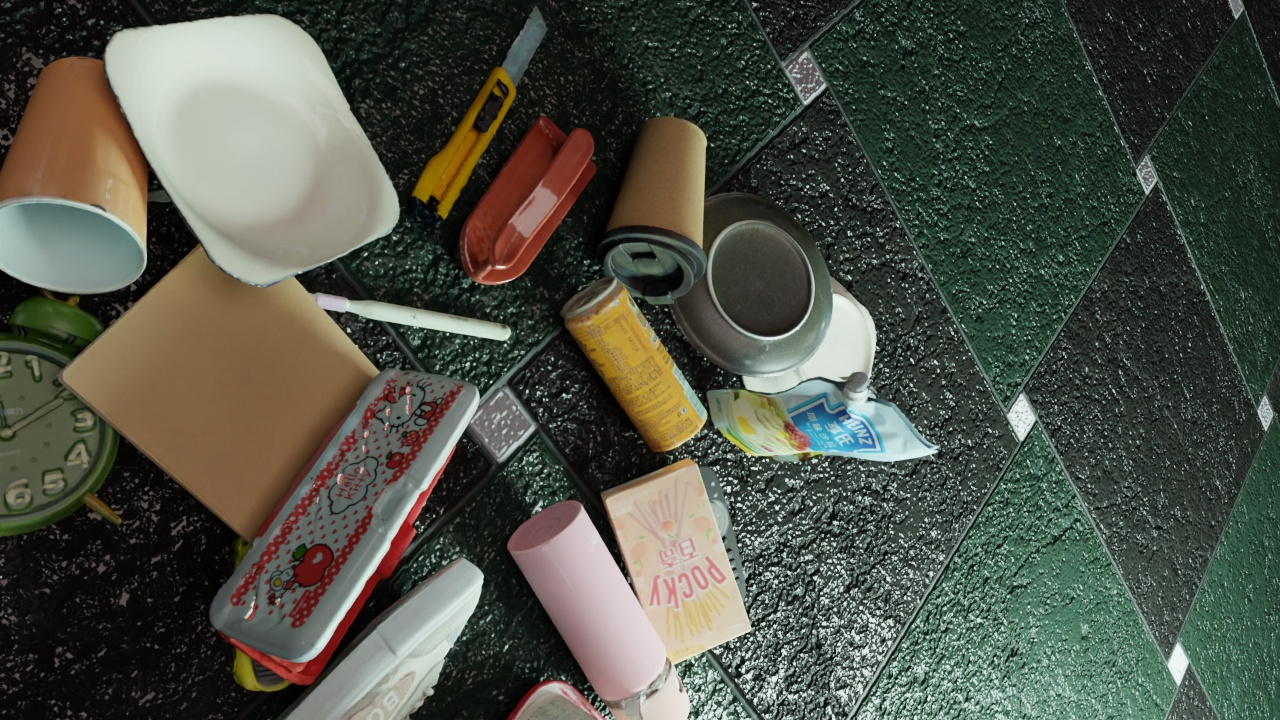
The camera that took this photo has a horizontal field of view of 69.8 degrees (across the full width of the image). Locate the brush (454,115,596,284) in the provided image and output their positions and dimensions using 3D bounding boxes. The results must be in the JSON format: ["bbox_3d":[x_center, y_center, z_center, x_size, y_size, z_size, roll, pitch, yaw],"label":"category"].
[{"bbox_3d":[-0.089,-0.119,0.705,0.063,0.069,0.145,42,64,-24],"label":"brush"}]

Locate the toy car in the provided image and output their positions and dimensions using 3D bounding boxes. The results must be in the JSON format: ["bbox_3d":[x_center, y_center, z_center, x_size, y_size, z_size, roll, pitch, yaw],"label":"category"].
[{"bbox_3d":[-0.240,0.161,0.596,0.048,0.032,0.105,0,84,-35],"label":"toy car"}]

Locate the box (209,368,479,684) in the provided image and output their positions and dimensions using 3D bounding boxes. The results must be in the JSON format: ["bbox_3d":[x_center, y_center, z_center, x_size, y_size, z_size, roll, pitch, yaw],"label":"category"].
[{"bbox_3d":[-0.169,0.098,0.573,0.095,0.101,0.200,52,49,-32],"label":"box"}]

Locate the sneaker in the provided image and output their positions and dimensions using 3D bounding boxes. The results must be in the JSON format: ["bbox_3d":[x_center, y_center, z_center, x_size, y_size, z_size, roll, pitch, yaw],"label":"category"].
[{"bbox_3d":[-0.178,0.237,0.594,0.091,0.090,0.241,48,64,-4],"label":"sneaker"}]

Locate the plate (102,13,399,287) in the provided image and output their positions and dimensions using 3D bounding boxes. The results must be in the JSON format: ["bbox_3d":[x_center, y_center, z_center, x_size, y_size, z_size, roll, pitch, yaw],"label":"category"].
[{"bbox_3d":[-0.242,-0.133,0.580,0.163,0.034,0.163,-41,108,-54],"label":"plate"}]

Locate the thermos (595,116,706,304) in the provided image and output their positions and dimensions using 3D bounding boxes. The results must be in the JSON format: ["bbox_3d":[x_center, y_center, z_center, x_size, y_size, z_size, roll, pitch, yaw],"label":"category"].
[{"bbox_3d":[0.016,-0.129,0.774,0.093,0.093,0.143,24,64,-31],"label":"thermos"}]

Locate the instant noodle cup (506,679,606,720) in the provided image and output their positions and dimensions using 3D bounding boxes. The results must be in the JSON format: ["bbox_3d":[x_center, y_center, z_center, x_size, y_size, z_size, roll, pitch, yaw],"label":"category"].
[{"bbox_3d":[-0.045,0.312,0.664,0.116,0.124,0.116,51,61,-20],"label":"instant noodle cup"}]

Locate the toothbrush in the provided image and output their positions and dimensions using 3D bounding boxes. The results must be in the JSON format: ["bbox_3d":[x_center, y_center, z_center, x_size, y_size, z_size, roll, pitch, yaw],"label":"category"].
[{"bbox_3d":[-0.178,-0.036,0.666,0.189,0.029,0.020,12,121,-35],"label":"toothbrush"}]

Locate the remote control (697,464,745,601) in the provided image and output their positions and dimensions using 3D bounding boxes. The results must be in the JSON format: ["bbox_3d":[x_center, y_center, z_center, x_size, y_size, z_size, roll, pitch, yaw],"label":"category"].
[{"bbox_3d":[0.059,0.159,0.812,0.053,0.024,0.136,-18,97,-29],"label":"remote control"}]

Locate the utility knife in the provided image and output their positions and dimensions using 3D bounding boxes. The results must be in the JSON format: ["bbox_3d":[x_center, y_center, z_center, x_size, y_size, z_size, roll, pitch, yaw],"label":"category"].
[{"bbox_3d":[-0.123,-0.195,0.720,0.033,0.015,0.222,37,66,-30],"label":"utility knife"}]

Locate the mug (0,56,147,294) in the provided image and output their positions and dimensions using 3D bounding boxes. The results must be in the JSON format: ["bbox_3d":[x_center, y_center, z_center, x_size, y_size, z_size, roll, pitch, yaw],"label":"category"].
[{"bbox_3d":[-0.317,-0.109,0.520,0.078,0.078,0.122,13,50,-34],"label":"mug"}]

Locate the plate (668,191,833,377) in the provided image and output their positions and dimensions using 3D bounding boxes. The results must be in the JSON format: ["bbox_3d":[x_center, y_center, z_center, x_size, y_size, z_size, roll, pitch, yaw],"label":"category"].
[{"bbox_3d":[0.106,-0.073,0.843,0.179,0.024,0.179,6,76,-23],"label":"plate"}]

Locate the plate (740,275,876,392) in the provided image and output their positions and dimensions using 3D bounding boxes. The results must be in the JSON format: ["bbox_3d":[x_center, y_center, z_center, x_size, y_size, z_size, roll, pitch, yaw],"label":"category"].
[{"bbox_3d":[0.181,-0.010,0.908,0.164,0.034,0.163,32,68,-29],"label":"plate"}]

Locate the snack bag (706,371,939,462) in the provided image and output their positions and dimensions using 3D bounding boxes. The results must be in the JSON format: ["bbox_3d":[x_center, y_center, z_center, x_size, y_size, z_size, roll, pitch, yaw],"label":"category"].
[{"bbox_3d":[0.147,0.053,0.782,0.110,0.191,0.038,50,59,-21],"label":"snack bag"}]

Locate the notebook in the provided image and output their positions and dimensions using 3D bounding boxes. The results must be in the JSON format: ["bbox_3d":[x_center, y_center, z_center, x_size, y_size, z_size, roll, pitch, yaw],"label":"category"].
[{"bbox_3d":[-0.234,0.031,0.589,0.208,0.008,0.147,55,47,-30],"label":"notebook"}]

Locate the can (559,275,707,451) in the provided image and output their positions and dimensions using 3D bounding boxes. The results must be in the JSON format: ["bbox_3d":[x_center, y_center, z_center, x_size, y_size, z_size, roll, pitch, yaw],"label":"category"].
[{"bbox_3d":[-0.005,0.004,0.760,0.058,0.058,0.146,-44,110,-30],"label":"can"}]

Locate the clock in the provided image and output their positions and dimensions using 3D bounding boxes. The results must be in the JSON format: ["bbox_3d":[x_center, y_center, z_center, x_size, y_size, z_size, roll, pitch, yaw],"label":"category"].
[{"bbox_3d":[-0.357,0.024,0.511,0.115,0.056,0.161,-11,92,-37],"label":"clock"}]

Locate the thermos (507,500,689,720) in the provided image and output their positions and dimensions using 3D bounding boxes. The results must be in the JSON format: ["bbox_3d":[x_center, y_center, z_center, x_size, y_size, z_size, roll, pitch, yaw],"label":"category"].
[{"bbox_3d":[-0.029,0.212,0.711,0.067,0.087,0.198,-25,103,10],"label":"thermos"}]

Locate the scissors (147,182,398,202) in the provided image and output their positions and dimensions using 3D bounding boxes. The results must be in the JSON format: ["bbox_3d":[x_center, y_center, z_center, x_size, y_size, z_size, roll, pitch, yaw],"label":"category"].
[{"bbox_3d":[-0.250,-0.123,0.625,0.181,0.014,0.159,2,84,-35],"label":"scissors"}]

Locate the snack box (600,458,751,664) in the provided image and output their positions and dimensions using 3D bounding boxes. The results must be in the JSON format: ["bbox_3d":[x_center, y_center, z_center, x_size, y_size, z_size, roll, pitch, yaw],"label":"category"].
[{"bbox_3d":[0.031,0.170,0.774,0.084,0.026,0.157,-20,97,-13],"label":"snack box"}]
